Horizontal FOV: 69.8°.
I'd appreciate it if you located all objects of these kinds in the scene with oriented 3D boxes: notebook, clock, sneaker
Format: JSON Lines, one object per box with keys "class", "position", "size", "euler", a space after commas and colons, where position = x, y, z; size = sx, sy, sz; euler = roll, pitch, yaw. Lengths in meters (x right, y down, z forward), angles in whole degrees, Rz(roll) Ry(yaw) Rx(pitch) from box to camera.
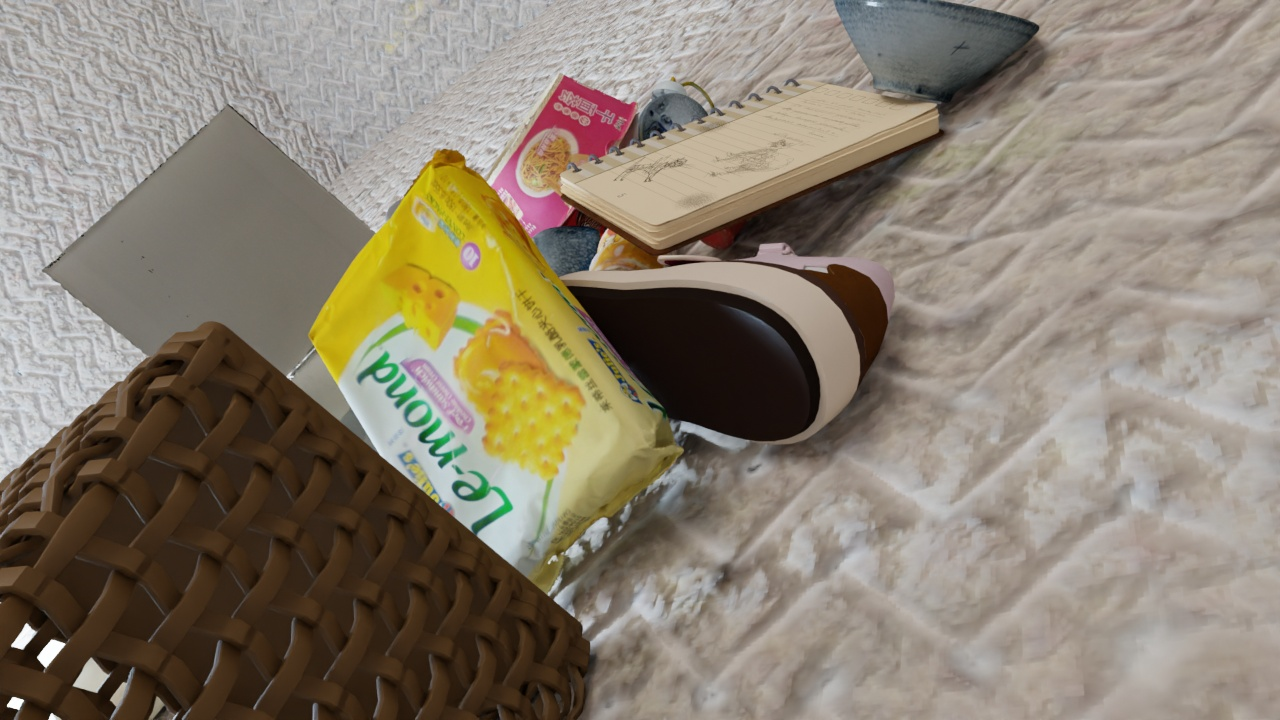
{"class": "notebook", "position": [0.068, -0.145, 0.640], "size": [0.225, 0.024, 0.167], "euler": [-25, 32, -17]}
{"class": "clock", "position": [0.032, -0.213, 0.859], "size": [0.117, 0.083, 0.057], "euler": [-54, 21, -20]}
{"class": "sneaker", "position": [0.030, -0.024, 0.569], "size": [0.116, 0.112, 0.294], "euler": [-32, 15, -32]}

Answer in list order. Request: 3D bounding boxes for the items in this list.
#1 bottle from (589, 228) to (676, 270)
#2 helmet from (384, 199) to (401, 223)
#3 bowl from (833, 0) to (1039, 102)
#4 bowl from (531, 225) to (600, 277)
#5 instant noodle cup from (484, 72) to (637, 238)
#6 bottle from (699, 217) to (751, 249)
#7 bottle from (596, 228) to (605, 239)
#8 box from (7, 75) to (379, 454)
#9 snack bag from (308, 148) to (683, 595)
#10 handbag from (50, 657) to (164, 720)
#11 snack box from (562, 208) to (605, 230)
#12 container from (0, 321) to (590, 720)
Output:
{"class": "bottle", "position": [-0.002, -0.088, 0.736], "size": [0.063, 0.063, 0.108], "euler": [-25, 31, 33]}
{"class": "helmet", "position": [-0.235, -0.133, 1.037], "size": [0.184, 0.117, 0.270], "euler": [-47, 16, 25]}
{"class": "bowl", "position": [0.192, -0.210, 0.626], "size": [0.137, 0.137, 0.057], "euler": [-125, 42, -65]}
{"class": "bowl", "position": [-0.079, -0.072, 0.786], "size": [0.111, 0.055, 0.110], "euler": [-48, 32, 43]}
{"class": "instant noodle cup", "position": [-0.086, -0.192, 0.865], "size": [0.179, 0.077, 0.178], "euler": [-49, 18, 22]}
{"class": "bottle", "position": [0.081, -0.137, 0.715], "size": [0.109, 0.044, 0.044], "euler": [-52, 27, -19]}
{"class": "bottle", "position": [-0.037, -0.099, 0.835], "size": [0.036, 0.036, 0.119], "euler": [-43, 25, 0]}
{"class": "box", "position": [-0.248, -0.024, 0.670], "size": [0.167, 0.330, 0.165], "euler": [-50, 14, -16]}
{"class": "snack bag", "position": [-0.089, 0.009, 0.537], "size": [0.160, 0.247, 0.068], "euler": [-46, -19, 27]}
{"class": "handbag", "position": [-0.430, 0.226, 0.810], "size": [0.184, 0.132, 0.228], "euler": [10, 59, 53]}
{"class": "snack box", "position": [-0.114, -0.094, 0.939], "size": [0.133, 0.036, 0.151], "euler": [-15, 37, 45]}
{"class": "container", "position": [-0.189, 0.173, 0.383], "size": [0.220, 0.251, 0.213], "euler": [-31, 28, 23]}
